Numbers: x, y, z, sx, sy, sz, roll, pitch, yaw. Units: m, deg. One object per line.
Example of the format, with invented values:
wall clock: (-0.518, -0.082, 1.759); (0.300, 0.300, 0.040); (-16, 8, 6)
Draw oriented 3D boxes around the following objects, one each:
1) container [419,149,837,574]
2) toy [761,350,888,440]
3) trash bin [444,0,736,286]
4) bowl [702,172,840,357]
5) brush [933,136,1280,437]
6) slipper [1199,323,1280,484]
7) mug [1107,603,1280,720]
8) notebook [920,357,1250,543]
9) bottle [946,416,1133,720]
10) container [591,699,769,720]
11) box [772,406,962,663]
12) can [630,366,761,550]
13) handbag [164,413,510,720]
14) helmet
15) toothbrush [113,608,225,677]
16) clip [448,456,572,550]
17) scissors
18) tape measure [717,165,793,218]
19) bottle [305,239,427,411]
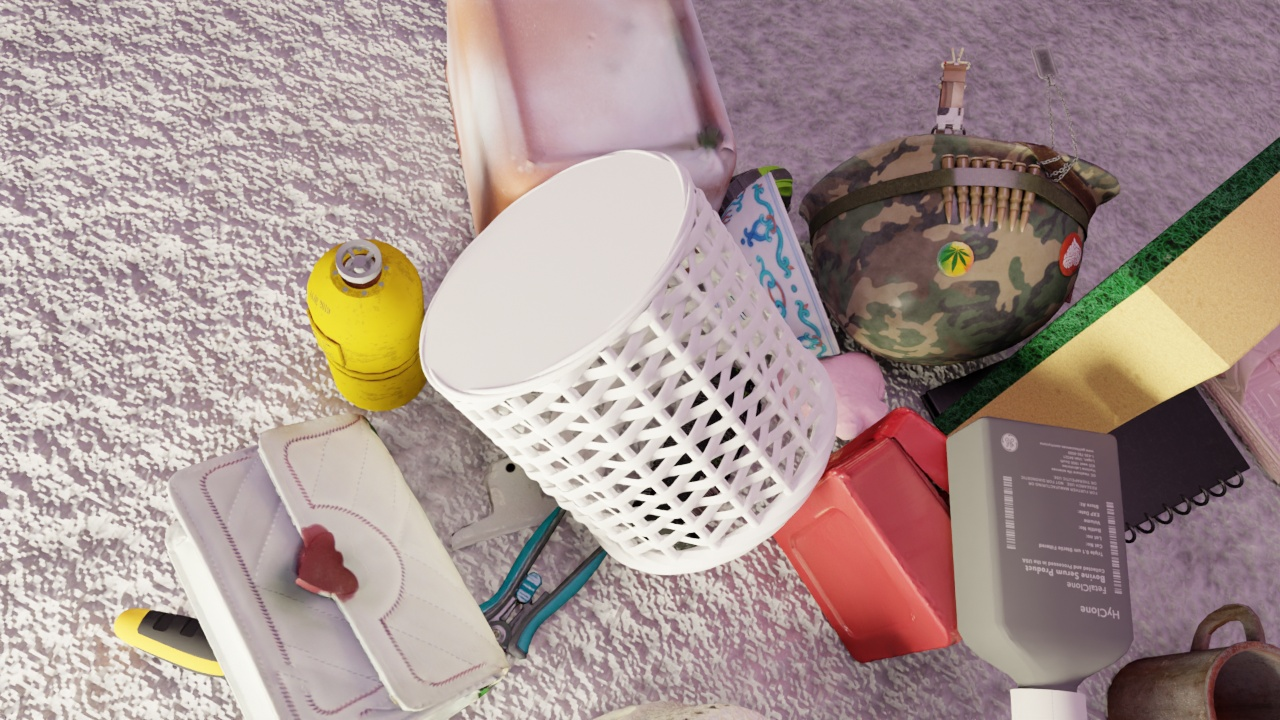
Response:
container: (-0.004, 0.003, 0.561); (0.187, 0.190, 0.188); (50, 58, -37)
toy: (0.150, 0.028, 0.692); (0.099, 0.053, 0.095); (-8, 36, -15)
trash bin: (-0.045, -0.194, 0.698); (0.181, 0.158, 0.259); (-8, 70, -14)
bowl: (0.089, -0.060, 0.690); (0.074, 0.144, 0.144); (-21, 70, 11)
brush: (0.338, -0.022, 0.627); (0.194, 0.251, 0.075); (-33, 74, -26)
slipper: (0.524, -0.003, 0.776); (0.094, 0.064, 0.239); (-19, 74, -18)
mug: (0.394, 0.229, 0.631); (0.096, 0.110, 0.122); (25, 65, -5)
notebook: (0.364, 0.062, 0.744); (0.231, 0.019, 0.169); (-20, 71, -18)
bottle: (0.220, 0.123, 0.505); (0.083, 0.046, 0.173); (8, 68, -7)
container: (0.041, 0.314, 0.508); (0.184, 0.144, 0.251); (-21, 72, -33)
box: (0.162, 0.120, 0.607); (0.135, 0.158, 0.117); (42, 71, 10)
can: (0.041, 0.070, 0.659); (0.054, 0.054, 0.137); (29, 65, 2)
handbag: (-0.182, 0.138, 0.554); (0.141, 0.096, 0.198); (-23, 66, -37)
helmet: (0.238, -0.117, 0.698); (0.224, 0.192, 0.236); (-14, 79, 13)
toothbrush: (-0.229, 0.192, 0.571); (0.196, 0.031, 0.031); (20, 109, -5)
clip: (-0.088, 0.093, 0.639); (0.101, 0.040, 0.054); (-14, 83, -17)
scissors: (-0.080, 0.159, 0.617); (0.130, 0.019, 0.150); (-5, 73, -7)
tape measure: (0.092, -0.134, 0.752); (0.065, 0.059, 0.036); (-21, 69, -18)
bottle: (-0.176, -0.026, 0.597); (0.071, 0.164, 0.071); (4, 67, -9)
